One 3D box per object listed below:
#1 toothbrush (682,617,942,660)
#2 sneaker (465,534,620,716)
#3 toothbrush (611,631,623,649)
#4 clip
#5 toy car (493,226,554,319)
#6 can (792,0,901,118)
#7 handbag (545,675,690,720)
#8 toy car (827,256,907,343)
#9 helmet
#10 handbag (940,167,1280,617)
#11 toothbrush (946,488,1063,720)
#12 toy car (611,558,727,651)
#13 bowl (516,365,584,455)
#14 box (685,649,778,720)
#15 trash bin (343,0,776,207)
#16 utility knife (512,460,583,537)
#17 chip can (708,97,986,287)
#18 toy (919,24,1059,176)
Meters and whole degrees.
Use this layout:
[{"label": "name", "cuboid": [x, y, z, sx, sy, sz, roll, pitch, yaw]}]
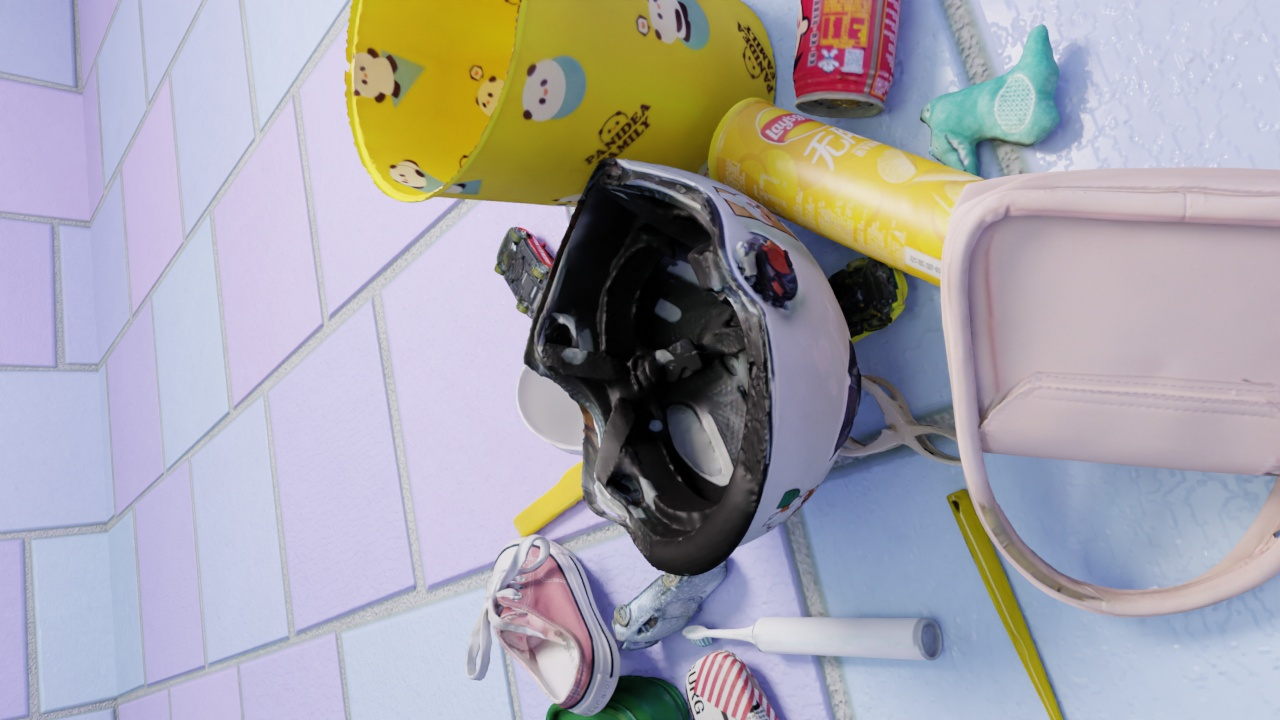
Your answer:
[{"label": "toothbrush", "cuboid": [0.111, 0.198, 0.659, 0.222, 0.026, 0.026, -17, 115, 46]}, {"label": "sneaker", "cuboid": [-0.098, 0.217, 0.803, 0.118, 0.087, 0.241, -60, 27, 4]}, {"label": "toothbrush", "cuboid": [-0.062, 0.309, 0.849, 0.190, 0.029, 0.021, -58, 13, 28]}, {"label": "clip", "cuboid": [0.162, 0.053, 0.605, 0.102, 0.035, 0.095, 48, 118, 28]}, {"label": "toy car", "cuboid": [-0.104, -0.083, 0.891, 0.053, 0.045, 0.120, -59, 44, 25]}, {"label": "can", "cuboid": [0.138, -0.215, 0.615, 0.067, 0.066, 0.094, 9, 95, 47]}, {"label": "handbag", "cuboid": [-0.015, 0.332, 0.769, 0.132, 0.067, 0.120, -18, 83, 45]}, {"label": "toy car", "cuboid": [0.141, -0.034, 0.632, 0.105, 0.032, 0.048, -35, 63, 54]}, {"label": "helmet", "cuboid": [0.048, -0.004, 0.608, 0.274, 0.156, 0.231, 57, 137, 33]}, {"label": "handbag", "cuboid": [0.244, 0.025, 0.451, 0.193, 0.093, 0.234, 4, 108, 20]}, {"label": "toothbrush", "cuboid": [0.224, 0.167, 0.543, 0.016, 0.016, 0.190, -36, 63, 40]}, {"label": "toy car", "cuboid": [0.025, 0.192, 0.733, 0.121, 0.054, 0.036, -52, 51, 32]}, {"label": "bowl", "cuboid": [-0.044, 0.040, 0.796, 0.118, 0.118, 0.065, 59, 167, 31]}, {"label": "box", "cuboid": [0.085, 0.294, 0.677, 0.069, 0.052, 0.164, -53, 54, 49]}, {"label": "trash bin", "cuboid": [-0.051, -0.215, 0.682, 0.230, 0.254, 0.229, -2, 87, 47]}, {"label": "utility knife", "cuboid": [-0.080, 0.132, 0.879, 0.157, 0.015, 0.033, -39, 55, 41]}, {"label": "chip can", "cuboid": [0.140, -0.106, 0.585, 0.213, 0.072, 0.072, 34, 113, 39]}, {"label": "toy", "cuboid": [0.212, -0.144, 0.561, 0.092, 0.030, 0.096, -4, 93, 52]}]
